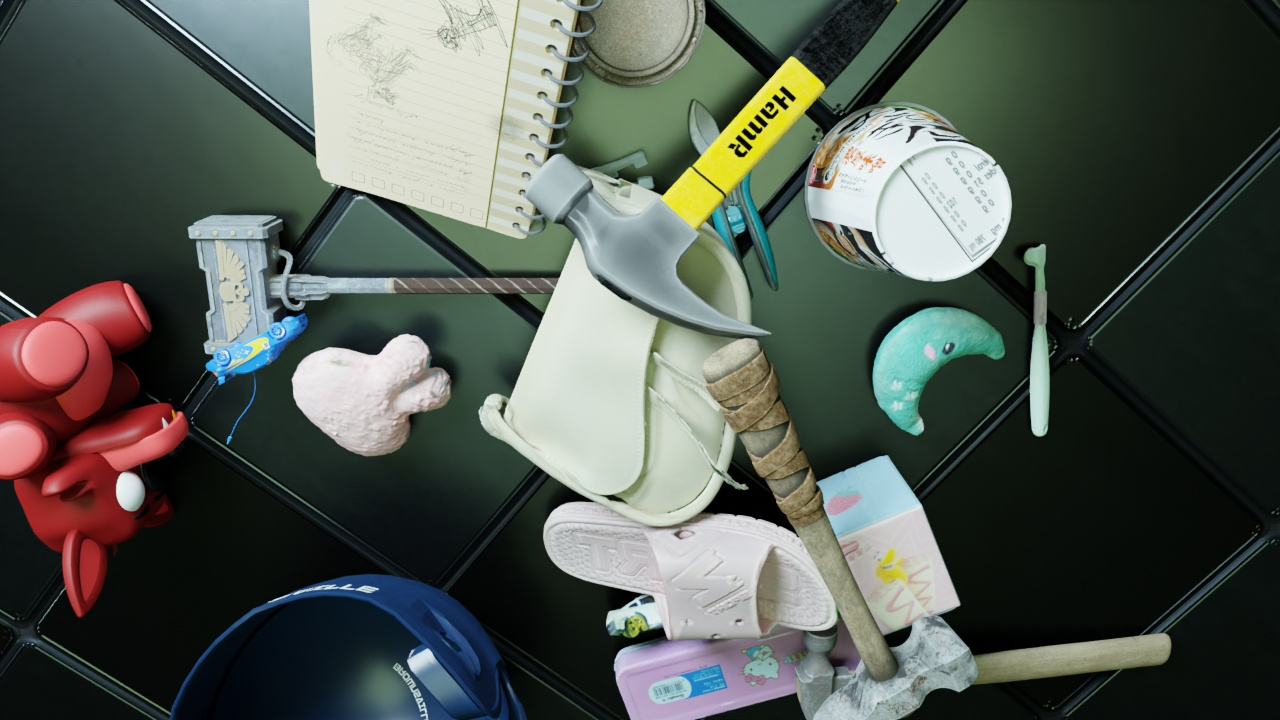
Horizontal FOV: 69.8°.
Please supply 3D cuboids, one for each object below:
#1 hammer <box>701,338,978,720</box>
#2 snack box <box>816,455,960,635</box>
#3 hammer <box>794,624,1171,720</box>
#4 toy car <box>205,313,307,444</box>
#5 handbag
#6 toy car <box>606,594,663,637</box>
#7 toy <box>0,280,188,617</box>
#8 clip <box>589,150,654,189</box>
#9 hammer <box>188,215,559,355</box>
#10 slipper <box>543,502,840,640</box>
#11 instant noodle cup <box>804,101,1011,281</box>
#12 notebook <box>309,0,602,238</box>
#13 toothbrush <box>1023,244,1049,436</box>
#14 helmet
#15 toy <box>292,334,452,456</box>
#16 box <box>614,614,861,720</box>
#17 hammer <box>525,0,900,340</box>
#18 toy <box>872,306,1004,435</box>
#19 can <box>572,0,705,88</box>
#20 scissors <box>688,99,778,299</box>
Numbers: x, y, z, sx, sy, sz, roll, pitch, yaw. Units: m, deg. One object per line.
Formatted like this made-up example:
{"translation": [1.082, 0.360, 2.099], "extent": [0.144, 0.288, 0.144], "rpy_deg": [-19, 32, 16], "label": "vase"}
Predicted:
{"translation": [0.121, 0.126, 0.613], "extent": [0.121, 0.049, 0.319], "rpy_deg": [-29, 112, -2], "label": "hammer"}
{"translation": [0.183, 0.143, 0.714], "extent": [0.079, 0.093, 0.095], "rpy_deg": [-23, 107, 6], "label": "snack box"}
{"translation": [0.289, 0.256, 0.771], "extent": [0.331, 0.030, 0.119], "rpy_deg": [-4, 113, -10], "label": "hammer"}
{"translation": [-0.267, 0.012, 0.649], "extent": [0.092, 0.033, 0.062], "rpy_deg": [-25, 102, 3], "label": "toy car"}
{"translation": [-0.004, 0.004, 0.636], "extent": [0.184, 0.132, 0.229], "rpy_deg": [17, 108, -13], "label": "handbag"}
{"translation": [0.023, 0.205, 0.759], "extent": [0.105, 0.048, 0.033], "rpy_deg": [-13, 76, 4], "label": "toy car"}
{"translation": [-0.388, 0.055, 0.649], "extent": [0.120, 0.158, 0.197], "rpy_deg": [-13, 109, -3], "label": "toy"}
{"translation": [-0.029, -0.128, 0.663], "extent": [0.076, 0.023, 0.044], "rpy_deg": [-17, 105, 3], "label": "clip"}
{"translation": [-0.156, -0.055, 0.678], "extent": [0.322, 0.044, 0.098], "rpy_deg": [0, 108, -3], "label": "hammer"}
{"translation": [0.030, 0.164, 0.693], "extent": [0.240, 0.064, 0.094], "rpy_deg": [8, 126, 20], "label": "slipper"}
{"translation": [0.183, -0.108, 0.617], "extent": [0.123, 0.121, 0.124], "rpy_deg": [0, 108, -1], "label": "instant noodle cup"}
{"translation": [-0.124, -0.172, 0.577], "extent": [0.167, 0.024, 0.226], "rpy_deg": [17, 146, -6], "label": "notebook"}
{"translation": [0.306, -0.012, 0.705], "extent": [0.022, 0.015, 0.155], "rpy_deg": [-19, 111, -27], "label": "toothbrush"}
{"translation": [-0.197, 0.295, 0.688], "extent": [0.232, 0.223, 0.272], "rpy_deg": [-29, 76, -6], "label": "helmet"}
{"translation": [-0.196, 0.024, 0.686], "extent": [0.105, 0.053, 0.108], "rpy_deg": [-23, 132, 4], "label": "toy"}
{"translation": [0.086, 0.255, 0.781], "extent": [0.214, 0.033, 0.076], "rpy_deg": [-17, 109, 5], "label": "box"}
{"translation": [0.090, -0.159, 0.589], "extent": [0.170, 0.034, 0.324], "rpy_deg": [42, 79, -3], "label": "hammer"}
{"translation": [0.223, 0.001, 0.702], "extent": [0.105, 0.033, 0.085], "rpy_deg": [-43, 114, 11], "label": "toy"}
{"translation": [-0.005, -0.226, 0.603], "extent": [0.090, 0.074, 0.090], "rpy_deg": [0, 108, -1], "label": "can"}
{"translation": [0.072, -0.117, 0.669], "extent": [0.138, 0.019, 0.136], "rpy_deg": [17, 105, -5], "label": "scissors"}
